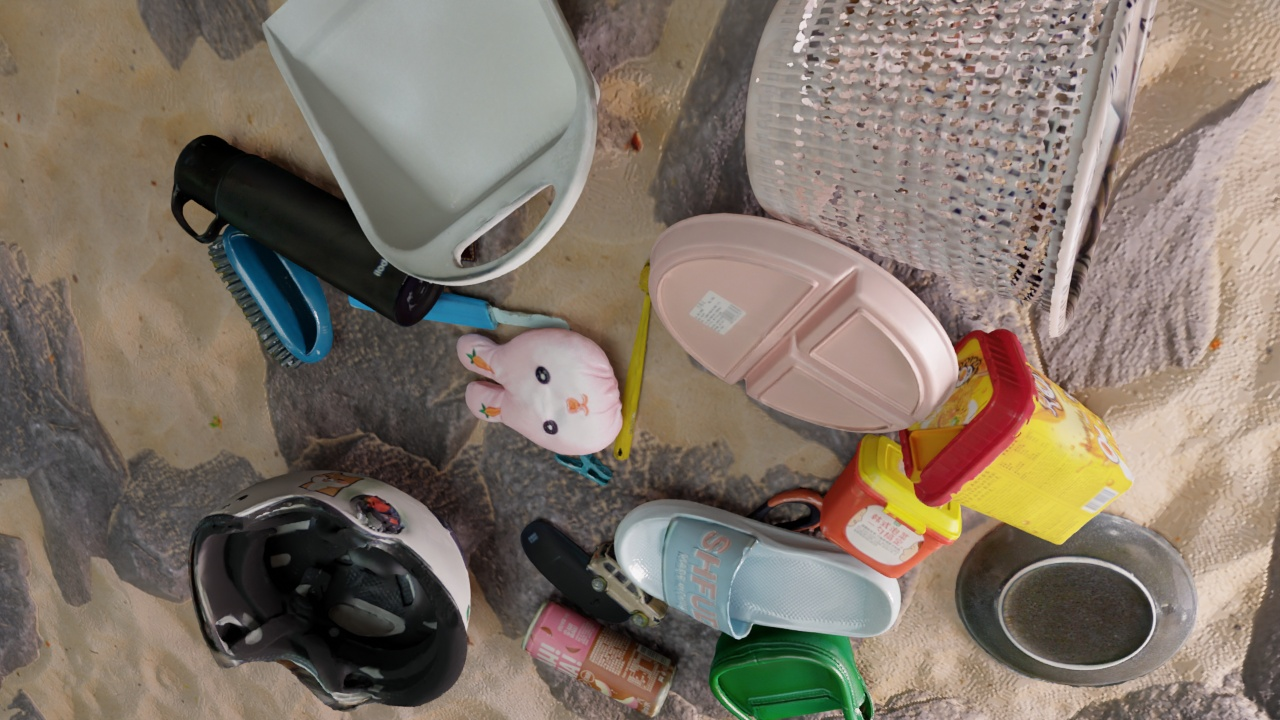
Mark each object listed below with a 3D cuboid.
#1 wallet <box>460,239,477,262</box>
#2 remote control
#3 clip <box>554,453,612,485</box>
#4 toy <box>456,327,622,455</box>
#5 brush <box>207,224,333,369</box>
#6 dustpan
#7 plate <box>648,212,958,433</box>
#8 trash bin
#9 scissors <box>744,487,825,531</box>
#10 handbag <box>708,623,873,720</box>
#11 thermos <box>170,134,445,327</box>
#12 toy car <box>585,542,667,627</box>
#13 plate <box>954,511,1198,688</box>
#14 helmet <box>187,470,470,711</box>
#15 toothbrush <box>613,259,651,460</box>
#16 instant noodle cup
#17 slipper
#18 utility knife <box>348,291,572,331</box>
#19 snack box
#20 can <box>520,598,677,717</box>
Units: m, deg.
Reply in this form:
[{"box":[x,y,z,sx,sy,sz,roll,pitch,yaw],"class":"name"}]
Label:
[{"box":[-0.182,-0.144,0.763,0.096,0.020,0.122,11,120,15],"class":"wallet"},{"box":[-0.062,0.209,0.886,0.136,0.024,0.053,41,120,-3],"class":"remote control"},{"box":[-0.050,0.094,0.833,0.055,0.013,0.038,37,121,2],"class":"clip"},{"box":[-0.091,0.025,0.794,0.160,0.054,0.121,6,119,25],"class":"toy"},{"box":[-0.325,-0.063,0.831,0.074,0.055,0.144,-21,106,27],"class":"brush"},{"box":[-0.142,-0.191,0.641,0.223,0.142,0.258,-33,104,20],"class":"dustpan"},{"box":[0.103,-0.016,0.640,0.229,0.028,0.230,27,159,11],"class":"plate"},{"box":[0.176,-0.144,0.537,0.192,0.226,0.228,15,119,27],"class":"trash bin"},{"box":[0.087,0.151,0.811,0.202,0.015,0.205,35,122,0],"class":"scissors"},{"box":[0.135,0.289,0.829,0.132,0.067,0.120,-21,107,27],"class":"handbag"},{"box":[-0.285,-0.103,0.770,0.242,0.068,0.090,28,81,14],"class":"thermos"},{"box":[-0.009,0.210,0.858,0.090,0.042,0.035,44,119,-5],"class":"toy car"},{"box":[0.347,0.198,0.735,0.179,0.024,0.180,8,116,16],"class":"plate"},{"box":[-0.280,0.202,0.887,0.274,0.156,0.230,13,117,1],"class":"helmet"},{"box":[-0.005,0.005,0.771,0.016,0.016,0.190,17,119,12],"class":"toothbrush"},{"box":[0.266,0.059,0.653,0.123,0.116,0.116,29,122,-9],"class":"instant noodle cup"},{"box":[0.093,0.191,0.776,0.245,0.074,0.104,10,120,14],"class":"slipper"},{"box":[-0.159,-0.044,0.802,0.216,0.018,0.034,11,129,14],"class":"utility knife"},{"box":[0.192,0.117,0.716,0.091,0.081,0.080,34,120,0],"class":"snack box"},{"box":[-0.040,0.290,0.899,0.147,0.057,0.058,25,120,7],"class":"can"}]
